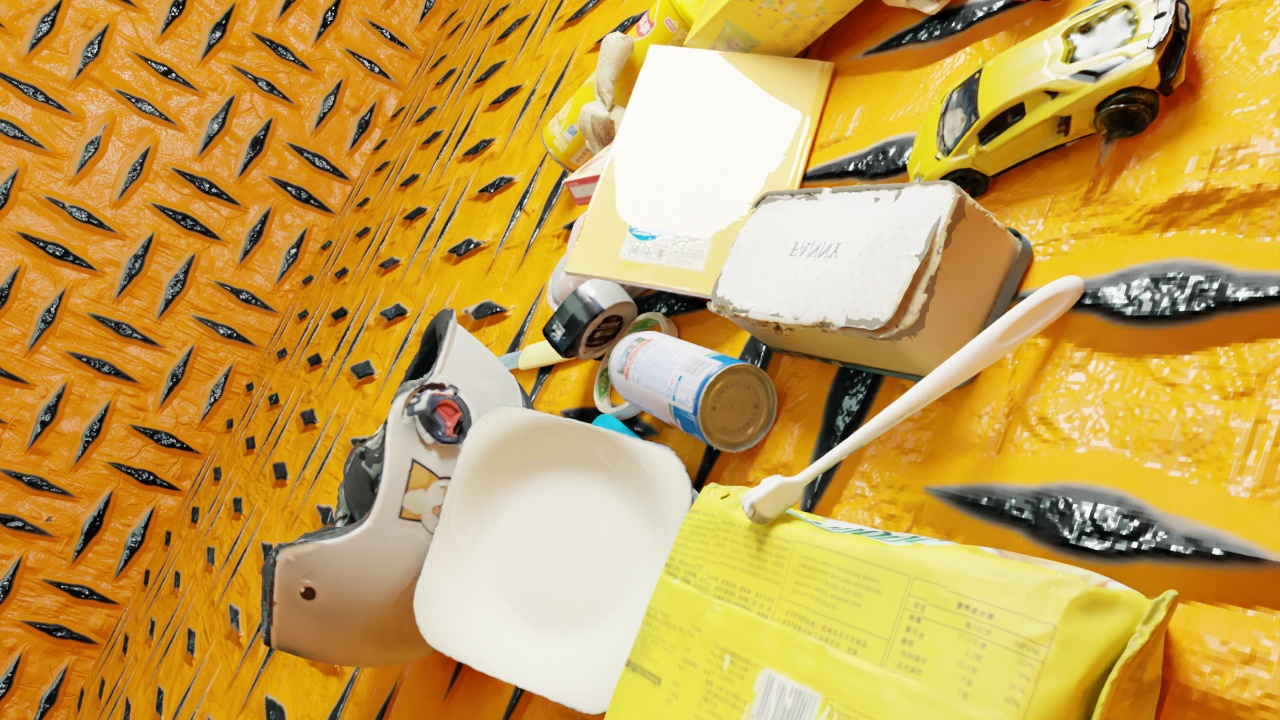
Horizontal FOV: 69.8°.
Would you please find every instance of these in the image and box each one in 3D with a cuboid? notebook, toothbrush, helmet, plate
[{"bbox_3d":[0.044,-0.139,0.652,0.146,0.010,0.206,11,68,18],"label":"notebook"},{"bbox_3d":[0.119,0.016,0.400,0.180,0.016,0.016,-35,14,-3],"label":"toothbrush"},{"bbox_3d":[-0.160,0.111,0.692,0.231,0.157,0.273,-33,25,59],"label":"helmet"},{"bbox_3d":[-0.052,0.119,0.570,0.164,0.034,0.163,14,83,23],"label":"plate"}]

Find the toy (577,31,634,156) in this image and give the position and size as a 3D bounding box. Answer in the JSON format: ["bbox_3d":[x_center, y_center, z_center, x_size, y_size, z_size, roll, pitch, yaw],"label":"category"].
[{"bbox_3d":[-0.025,-0.221,0.845,0.105,0.066,0.157,-161,73,-77],"label":"toy"}]

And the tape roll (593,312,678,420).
[{"bbox_3d":[-0.004,0.004,0.688,0.086,0.014,0.085,-40,33,33],"label":"tape roll"}]

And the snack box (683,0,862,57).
[{"bbox_3d":[0.135,-0.316,0.674,0.211,0.070,0.157,-27,36,56],"label":"snack box"}]

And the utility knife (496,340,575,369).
[{"bbox_3d":[-0.089,-0.009,0.838,0.217,0.022,0.030,-8,56,49],"label":"utility knife"}]

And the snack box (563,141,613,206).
[{"bbox_3d":[0.013,-0.178,0.742,0.152,0.025,0.075,-44,27,-27],"label":"snack box"}]

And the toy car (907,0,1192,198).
[{"bbox_3d":[0.194,-0.130,0.458,0.156,0.041,0.071,-23,44,51],"label":"toy car"}]

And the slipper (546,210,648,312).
[{"bbox_3d":[-0.003,-0.110,0.754,0.275,0.054,0.114,-23,44,47],"label":"slipper"}]

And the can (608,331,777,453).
[{"bbox_3d":[0.028,0.016,0.580,0.053,0.053,0.135,-61,27,-3],"label":"can"}]

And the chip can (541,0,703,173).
[{"bbox_3d":[-0.010,-0.273,0.907,0.214,0.072,0.071,-39,34,37],"label":"chip can"}]

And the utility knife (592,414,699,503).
[{"bbox_3d":[0.013,0.077,0.583,0.219,0.018,0.034,28,106,62],"label":"utility knife"}]

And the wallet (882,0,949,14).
[{"bbox_3d":[0.197,-0.275,0.613,0.087,0.024,0.115,-52,28,19],"label":"wallet"}]

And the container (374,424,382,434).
[{"bbox_3d":[-0.188,0.076,0.851,0.111,0.090,0.090,-53,28,8],"label":"container"}]

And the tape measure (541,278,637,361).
[{"bbox_3d":[-0.036,-0.032,0.719,0.066,0.065,0.033,-49,66,17],"label":"tape measure"}]

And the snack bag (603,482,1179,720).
[{"bbox_3d":[0.074,0.137,0.370,0.247,0.068,0.158,1,65,59],"label":"snack bag"}]

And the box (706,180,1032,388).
[{"bbox_3d":[0.115,-0.044,0.487,0.089,0.062,0.184,-62,29,-4],"label":"box"}]
